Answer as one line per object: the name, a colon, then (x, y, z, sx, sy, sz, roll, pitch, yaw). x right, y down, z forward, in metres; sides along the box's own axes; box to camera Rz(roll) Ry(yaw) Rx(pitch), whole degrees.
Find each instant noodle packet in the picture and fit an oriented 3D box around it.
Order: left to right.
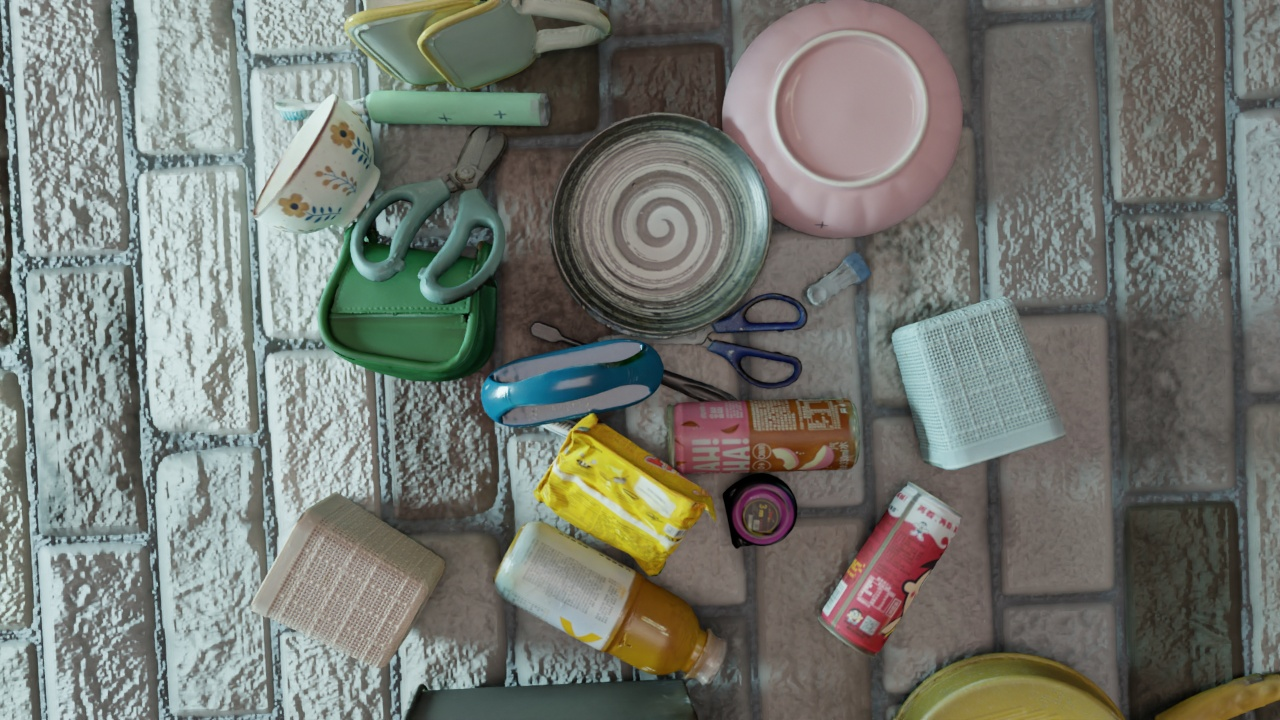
instant noodle packet: (-0.012, 0.107, 0.718, 0.128, 0.044, 0.111, 34, 133, 2)

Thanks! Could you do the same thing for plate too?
plate: (0.015, -0.106, 0.737, 0.179, 0.024, 0.179, 0, 91, 6)
plate: (0.162, -0.195, 0.726, 0.192, 0.039, 0.192, 0, 91, 2)

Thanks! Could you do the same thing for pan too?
pan: (0.373, 0.308, 0.730, 0.358, 0.078, 0.197, -17, 94, 9)

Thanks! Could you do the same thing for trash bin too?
trash bin: (-0.059, 0.343, 0.680, 0.219, 0.198, 0.199, -7, 93, -6)

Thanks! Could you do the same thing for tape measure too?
tape measure: (0.096, 0.119, 0.736, 0.058, 0.039, 0.057, -14, 91, 7)

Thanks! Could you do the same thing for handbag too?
handbag: (-0.180, -0.045, 0.732, 0.131, 0.068, 0.120, 10, 83, 3)
handbag: (-0.111, -0.244, 0.672, 0.179, 0.163, 0.063, 0, 93, 1)

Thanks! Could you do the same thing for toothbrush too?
toothbrush: (-0.185, -0.204, 0.743, 0.224, 0.027, 0.026, 1, 57, 1)
toothbrush: (-0.004, 0.004, 0.749, 0.181, 0.018, 0.015, 21, 95, -1)

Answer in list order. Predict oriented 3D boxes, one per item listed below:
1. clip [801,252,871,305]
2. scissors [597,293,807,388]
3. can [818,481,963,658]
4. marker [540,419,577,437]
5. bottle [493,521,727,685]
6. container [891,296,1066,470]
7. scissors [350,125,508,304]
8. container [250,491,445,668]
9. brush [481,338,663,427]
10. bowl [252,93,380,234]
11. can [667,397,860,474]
clip: (0.157, -0.064, 0.740, 0.057, 0.032, 0.025, -32, 92, -2)
scissors: (0.054, -0.030, 0.748, 0.172, 0.012, 0.132, 34, 94, 2)
can: (0.198, 0.164, 0.726, 0.053, 0.053, 0.133, 32, 92, 1)
marker: (-0.056, 0.057, 0.750, 0.145, 0.017, 0.017, 24, 92, 1)
bottle: (-0.022, 0.196, 0.727, 0.189, 0.068, 0.068, 28, 92, 1)
container: (0.253, 0.016, 0.705, 0.090, 0.090, 0.111, -17, 88, 1)
scissors: (-0.136, -0.116, 0.715, 0.143, 0.019, 0.179, 29, 64, 12)
container: (-0.224, 0.174, 0.724, 0.111, 0.090, 0.090, 29, 92, -2)
brush: (-0.053, 0.018, 0.707, 0.144, 0.073, 0.055, -11, 91, 1)
bowl: (-0.244, -0.143, 0.716, 0.062, 0.113, 0.113, 34, 92, -32)
can: (0.095, 0.060, 0.725, 0.147, 0.058, 0.058, -2, 91, 2)
